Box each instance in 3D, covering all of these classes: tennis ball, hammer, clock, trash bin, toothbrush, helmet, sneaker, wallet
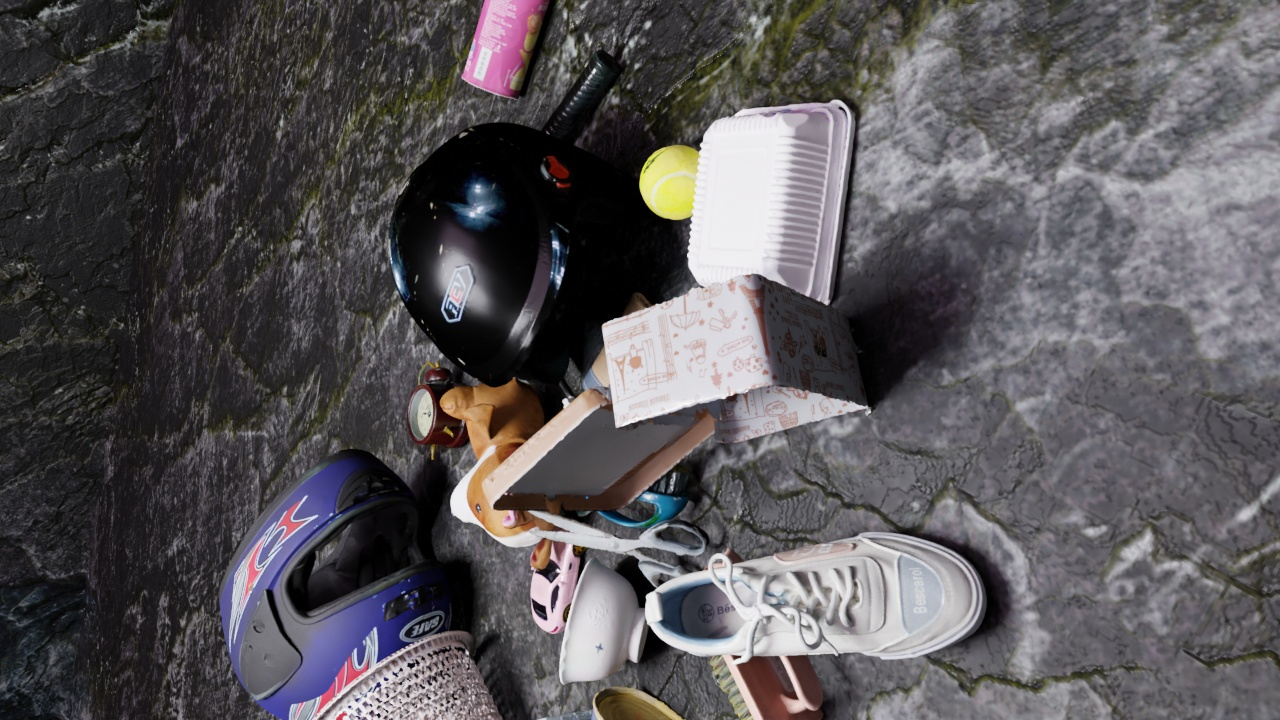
[{"bbox_3d":[0.032,-0.159,0.821,0.066,0.065,0.065,-4,85,49],"label":"tennis ball"},{"bbox_3d":[-0.117,-0.219,1.020,0.302,0.032,0.128,-45,56,37],"label":"hammer"},{"bbox_3d":[-0.253,0.057,1.141,0.082,0.055,0.121,-46,54,37],"label":"clock"},{"bbox_3d":[-0.225,0.439,0.988,0.192,0.226,0.228,46,122,25],"label":"trash bin"},{"bbox_3d":[-0.107,-0.001,1.010,0.181,0.018,0.016,54,129,38],"label":"toothbrush"},{"bbox_3d":[-0.129,-0.104,0.880,0.234,0.230,0.274,-60,9,28],"label":"helmet"},{"bbox_3d":[0.113,0.167,0.650,0.243,0.090,0.089,-14,64,28],"label":"sneaker"},{"bbox_3d":[-0.005,0.005,0.881,0.090,0.033,0.115,48,121,36],"label":"wallet"},{"bbox_3d":[-0.344,0.293,1.097,0.240,0.246,0.316,41,113,19],"label":"helmet"}]

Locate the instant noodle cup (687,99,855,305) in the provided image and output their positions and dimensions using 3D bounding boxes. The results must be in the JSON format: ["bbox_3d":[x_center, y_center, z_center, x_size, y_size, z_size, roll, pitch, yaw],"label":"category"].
[{"bbox_3d":[0.096,-0.127,0.753,0.138,0.060,0.173,11,95,49],"label":"instant noodle cup"}]

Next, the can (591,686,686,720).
[{"bbox_3d":[0.010,0.349,0.810,0.148,0.074,0.049,22,107,47],"label":"can"}]

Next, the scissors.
[{"bbox_3d":[-0.019,0.172,0.830,0.169,0.014,0.156,-30,99,27],"label":"scissors"}]

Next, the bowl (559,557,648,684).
[{"bbox_3d":[-0.027,0.249,0.856,0.065,0.118,0.118,11,97,9],"label":"bowl"}]

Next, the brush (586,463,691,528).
[{"bbox_3d":[-0.013,0.118,0.861,0.144,0.055,0.073,12,94,46],"label":"brush"}]

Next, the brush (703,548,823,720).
[{"bbox_3d":[0.090,0.226,0.736,0.073,0.063,0.145,-57,48,35],"label":"brush"}]

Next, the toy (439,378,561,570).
[{"bbox_3d":[-0.143,0.113,0.944,0.130,0.140,0.199,-30,57,2],"label":"toy"}]

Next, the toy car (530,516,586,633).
[{"bbox_3d":[-0.090,0.224,0.961,0.056,0.037,0.122,13,97,47],"label":"toy car"}]

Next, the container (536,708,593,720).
[{"bbox_3d":[-0.074,0.405,0.894,0.090,0.090,0.111,-31,62,43],"label":"container"}]

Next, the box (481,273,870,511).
[{"bbox_3d":[0.021,0.039,0.697,0.261,0.178,0.105,-20,71,31],"label":"box"}]

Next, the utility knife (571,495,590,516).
[{"bbox_3d":[-0.088,0.117,0.983,0.151,0.013,0.029,46,118,42],"label":"utility knife"}]

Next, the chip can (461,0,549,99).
[{"bbox_3d":[-0.137,-0.405,1.025,0.071,0.071,0.211,44,120,41],"label":"chip can"}]
